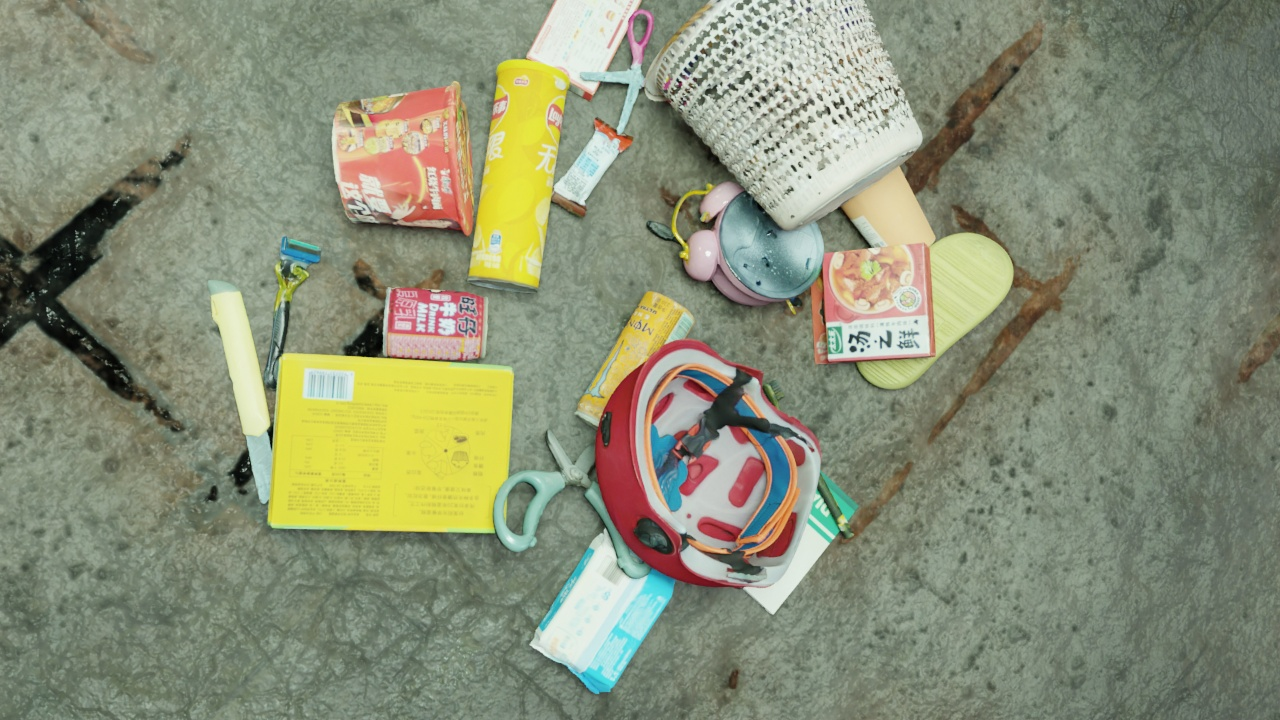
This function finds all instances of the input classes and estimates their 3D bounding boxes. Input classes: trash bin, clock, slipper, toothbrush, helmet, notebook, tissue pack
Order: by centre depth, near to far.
[{"bbox_3d":[0.040,0.101,0.848,0.240,0.144,0.206,45,50,-21],"label":"helmet"},{"bbox_3d":[0.147,-0.238,0.850,0.227,0.228,0.192,-32,87,-12],"label":"trash bin"},{"bbox_3d":[-0.036,0.244,0.894,0.090,0.063,0.140,35,79,-7],"label":"tissue pack"},{"bbox_3d":[0.105,-0.119,0.928,0.158,0.060,0.117,25,70,-14],"label":"clock"},{"bbox_3d":[0.110,0.141,0.957,0.209,0.012,0.150,43,79,-8],"label":"notebook"},{"bbox_3d":[0.090,-0.100,0.958,0.189,0.016,0.014,27,87,-11],"label":"toothbrush"},{"bbox_3d":[0.178,0.104,0.963,0.017,0.012,0.186,-30,93,-25],"label":"toothbrush"},{"bbox_3d":[0.304,-0.053,0.974,0.091,0.081,0.191,41,106,5],"label":"slipper"}]

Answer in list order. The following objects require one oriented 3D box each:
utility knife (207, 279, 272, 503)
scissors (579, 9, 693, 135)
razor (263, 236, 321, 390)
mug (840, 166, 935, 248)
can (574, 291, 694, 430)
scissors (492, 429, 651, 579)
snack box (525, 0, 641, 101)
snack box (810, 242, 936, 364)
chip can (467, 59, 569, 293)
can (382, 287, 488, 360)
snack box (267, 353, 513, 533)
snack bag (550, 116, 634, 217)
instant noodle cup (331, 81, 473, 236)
[{"bbox_3d":[-0.366,0.027,0.852,0.031,0.022,0.213,-13,84,-11],"label":"utility knife"},{"bbox_3d":[-0.001,-0.293,0.928,0.133,0.017,0.135,-5,97,-28],"label":"scissors"},{"bbox_3d":[-0.335,-0.043,0.861,0.042,0.022,0.142,12,89,-56],"label":"razor"},{"bbox_3d":[0.254,-0.163,0.967,0.078,0.078,0.123,-37,100,-11],"label":"mug"},{"bbox_3d":[-0.005,0.005,0.911,0.058,0.058,0.146,33,82,-9],"label":"can"},{"bbox_3d":[-0.053,0.148,0.862,0.179,0.019,0.169,42,37,-1],"label":"scissors"},{"bbox_3d":[-0.049,-0.351,0.929,0.077,0.027,0.155,27,83,-10],"label":"snack box"},{"bbox_3d":[0.231,-0.055,0.937,0.127,0.044,0.113,-4,88,27],"label":"snack box"},{"bbox_3d":[-0.119,-0.175,0.887,0.072,0.072,0.213,9,87,-12],"label":"chip can"},{"bbox_3d":[-0.193,-0.034,0.867,0.093,0.066,0.066,3,87,-12],"label":"can"},{"bbox_3d":[-0.228,0.078,0.855,0.210,0.070,0.157,3,88,-13],"label":"snack box"},{"bbox_3d":[-0.051,-0.196,0.924,0.048,0.026,0.104,30,83,-3],"label":"snack bag"},{"bbox_3d":[-0.214,-0.180,0.839,0.108,0.138,0.138,-4,89,-5],"label":"instant noodle cup"}]
